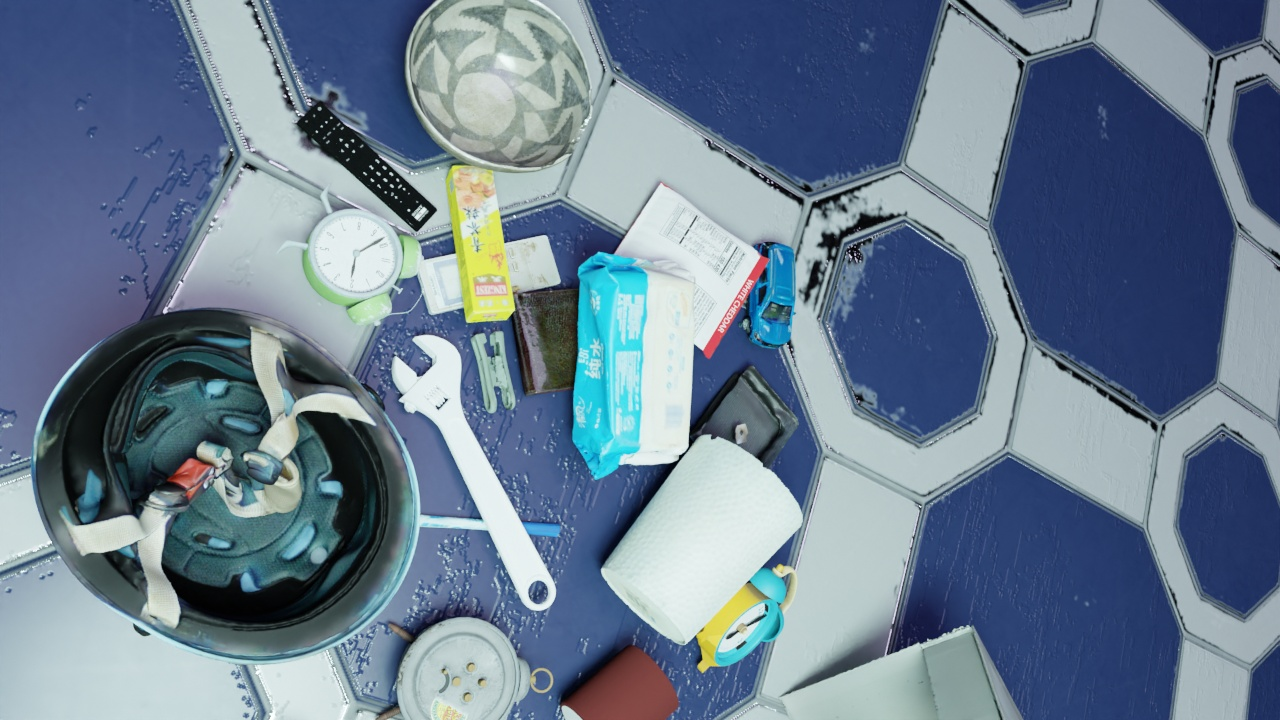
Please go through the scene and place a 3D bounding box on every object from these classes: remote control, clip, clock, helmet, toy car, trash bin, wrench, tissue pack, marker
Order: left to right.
[{"bbox_3d":[-0.294,0.093,0.681,0.265,0.167,0.225,47,66,-11],"label":"helmet"},{"bbox_3d":[-0.246,-0.086,0.807,0.119,0.043,0.094,37,68,-17],"label":"clock"},{"bbox_3d":[-0.248,-0.176,0.839,0.140,0.009,0.030,43,65,-15],"label":"remote control"},{"bbox_3d":[-0.146,0.275,0.793,0.147,0.056,0.103,11,77,-24],"label":"clock"},{"bbox_3d":[-0.147,0.103,0.833,0.066,0.018,0.273,-27,91,-29],"label":"wrench"},{"bbox_3d":[-0.141,0.151,0.841,0.141,0.013,0.013,9,78,-26],"label":"marker"},{"bbox_3d":[-0.144,-0.083,0.878,0.135,0.011,0.050,-17,90,-29],"label":"remote control"},{"bbox_3d":[-0.138,0.011,0.860,0.045,0.023,0.076,-10,85,-27],"label":"clip"},{"bbox_3d":[-0.005,0.005,0.879,0.116,0.066,0.209,-1,92,-40],"label":"tissue pack"},{"bbox_3d":[0.054,0.174,0.878,0.161,0.133,0.133,-46,103,-21],"label":"trash bin"},{"bbox_3d":[0.108,0.256,0.917,0.129,0.044,0.099,-30,138,-24],"label":"clock"},{"bbox_3d":[0.144,-0.073,1.009,0.056,0.044,0.120,10,78,-26],"label":"toy car"}]

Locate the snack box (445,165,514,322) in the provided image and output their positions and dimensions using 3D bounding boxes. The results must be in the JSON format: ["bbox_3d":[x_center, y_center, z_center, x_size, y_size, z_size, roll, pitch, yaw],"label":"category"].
[{"bbox_3d":[-0.150,-0.109,0.855,0.040,0.029,0.148,-4,75,-26],"label":"snack box"}]

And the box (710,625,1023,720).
[{"bbox_3d":[0.247,0.394,0.935,0.171,0.381,0.167,-35,98,-44],"label":"box"}]

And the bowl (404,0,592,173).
[{"bbox_3d":[-0.140,-0.252,0.867,0.178,0.081,0.178,5,79,-26],"label":"bowl"}]

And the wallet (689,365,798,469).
[{"bbox_3d":[0.109,0.073,0.971,0.089,0.026,0.114,50,54,-11],"label":"wallet"}]

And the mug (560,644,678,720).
[{"bbox_3d":[-0.016,0.330,0.851,0.082,0.073,0.106,-34,127,-28],"label":"mug"}]

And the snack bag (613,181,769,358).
[{"bbox_3d":[0.048,-0.096,0.960,0.144,0.039,0.130,35,75,-10],"label":"snack bag"}]

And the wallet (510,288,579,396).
[{"bbox_3d":[-0.068,-0.021,0.899,0.119,0.031,0.099,-9,89,-31],"label":"wallet"}]
